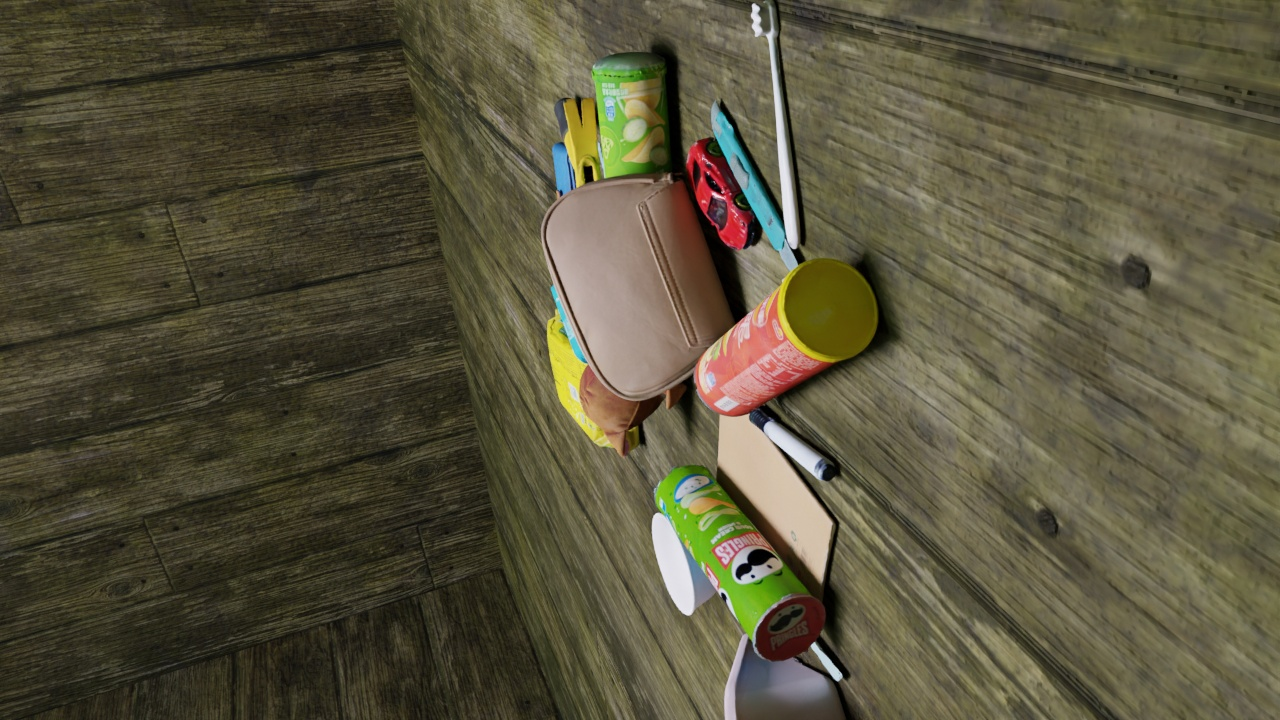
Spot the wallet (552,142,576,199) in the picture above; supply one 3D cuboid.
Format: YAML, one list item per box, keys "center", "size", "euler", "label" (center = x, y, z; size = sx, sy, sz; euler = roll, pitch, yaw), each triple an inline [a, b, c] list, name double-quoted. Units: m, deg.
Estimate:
- center: [-0.092, -0.229, 1.205]
  size: [0.133, 0.040, 0.106]
  euler: [-126, 27, -69]
  label: "wallet"

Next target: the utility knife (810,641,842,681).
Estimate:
- center: [0.137, 0.235, 0.900]
  size: [0.218, 0.018, 0.034]
  euler: [-131, 32, -55]
  label: "utility knife"

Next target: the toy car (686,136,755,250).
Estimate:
- center: [0.068, -0.141, 0.788]
  size: [0.049, 0.031, 0.106]
  euler: [102, 147, -59]
  label: "toy car"

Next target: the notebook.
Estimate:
- center: [0.123, 0.133, 0.878]
  size: [0.207, 0.008, 0.148]
  euler: [-123, 25, -47]
  label: "notebook"

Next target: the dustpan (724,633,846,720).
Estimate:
- center: [0.119, 0.394, 0.883]
  size: [0.274, 0.138, 0.222]
  euler: [133, 121, -70]
  label: "dustpan"

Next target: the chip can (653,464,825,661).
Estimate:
- center: [0.089, 0.187, 0.893]
  size: [0.236, 0.072, 0.072]
  euler: [-131, 31, -57]
  label: "chip can"

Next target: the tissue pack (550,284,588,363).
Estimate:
- center: [-0.057, -0.069, 1.167]
  size: [0.093, 0.050, 0.133]
  euler: [-43, 57, 37]
  label: "tissue pack"

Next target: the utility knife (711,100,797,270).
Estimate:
- center: [0.090, -0.141, 0.743]
  size: [0.029, 0.013, 0.176]
  euler: [104, 147, -59]
  label: "utility knife"

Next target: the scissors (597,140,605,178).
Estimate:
- center: [-0.035, -0.201, 1.100]
  size: [0.134, 0.017, 0.134]
  euler: [128, 128, -66]
  label: "scissors"

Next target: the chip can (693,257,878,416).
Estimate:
- center: [0.104, -0.008, 0.711]
  size: [0.217, 0.073, 0.073]
  euler: [130, 124, -70]
  label: "chip can"

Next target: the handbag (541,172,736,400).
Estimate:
- center: [0.000, -0.073, 0.858]
  size: [0.099, 0.148, 0.204]
  euler: [-50, -59, -74]
  label: "handbag"

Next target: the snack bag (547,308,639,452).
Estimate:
- center: [-0.071, 0.026, 1.314]
  size: [0.246, 0.068, 0.158]
  euler: [-143, 41, -63]
  label: "snack bag"

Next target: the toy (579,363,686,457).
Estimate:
- center: [-0.006, 0.006, 1.010]
  size: [0.200, 0.130, 0.140]
  euler: [-62, 39, 36]
  label: "toy"

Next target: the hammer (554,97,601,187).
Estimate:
- center: [-0.072, -0.249, 1.030]
  size: [0.300, 0.033, 0.129]
  euler: [-108, 13, -61]
  label: "hammer"

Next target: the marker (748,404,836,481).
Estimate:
- center: [0.128, 0.069, 0.789]
  size: [0.131, 0.018, 0.023]
  euler: [-139, 48, -63]
  label: "marker"

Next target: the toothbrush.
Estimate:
- center: [0.101, -0.171, 0.677]
  size: [0.016, 0.016, 0.180]
  euler: [-145, 43, -69]
  label: "toothbrush"

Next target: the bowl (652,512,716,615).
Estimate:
- center: [0.064, 0.222, 1.042]
  size: [0.118, 0.064, 0.118]
  euler: [166, 90, -74]
  label: "bowl"

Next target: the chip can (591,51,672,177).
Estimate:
- center: [-0.002, -0.187, 0.903]
  size: [0.072, 0.072, 0.221]
  euler: [-132, 32, -57]
  label: "chip can"
